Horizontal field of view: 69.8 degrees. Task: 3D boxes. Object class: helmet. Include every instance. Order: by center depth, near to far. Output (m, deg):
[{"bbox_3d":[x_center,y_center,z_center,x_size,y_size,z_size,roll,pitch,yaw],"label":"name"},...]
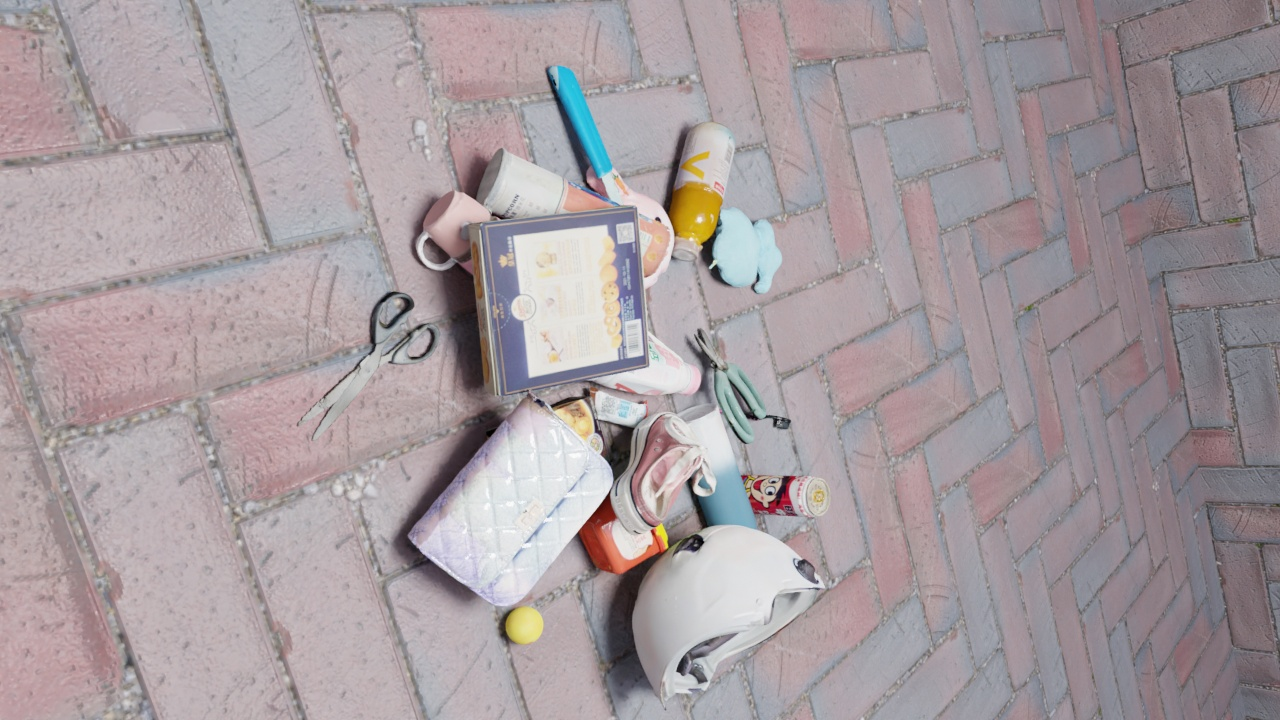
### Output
[{"bbox_3d":[0.090,0.282,1.097,0.258,0.230,0.146,-5,51,-53],"label":"helmet"}]

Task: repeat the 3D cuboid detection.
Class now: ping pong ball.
[{"bbox_3d":[-0.125,0.286,0.992,0.040,0.040,0.040,6,82,-42],"label":"ping pong ball"}]

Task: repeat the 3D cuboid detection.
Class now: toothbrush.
[{"bbox_3d":[-0.008,-0.039,1.151,0.187,0.016,0.017,37,70,-33],"label":"toothbrush"},{"bbox_3d":[0.149,0.080,1.284,0.189,0.014,0.018,11,90,-41],"label":"toothbrush"}]

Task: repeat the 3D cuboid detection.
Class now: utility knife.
[{"bbox_3d":[-0.058,-0.259,1.100,0.034,0.018,0.204,-22,88,-44],"label":"utility knife"}]

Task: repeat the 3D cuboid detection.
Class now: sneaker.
[{"bbox_3d":[0.037,0.116,1.041,0.118,0.088,0.240,62,19,-9],"label":"sneaker"}]

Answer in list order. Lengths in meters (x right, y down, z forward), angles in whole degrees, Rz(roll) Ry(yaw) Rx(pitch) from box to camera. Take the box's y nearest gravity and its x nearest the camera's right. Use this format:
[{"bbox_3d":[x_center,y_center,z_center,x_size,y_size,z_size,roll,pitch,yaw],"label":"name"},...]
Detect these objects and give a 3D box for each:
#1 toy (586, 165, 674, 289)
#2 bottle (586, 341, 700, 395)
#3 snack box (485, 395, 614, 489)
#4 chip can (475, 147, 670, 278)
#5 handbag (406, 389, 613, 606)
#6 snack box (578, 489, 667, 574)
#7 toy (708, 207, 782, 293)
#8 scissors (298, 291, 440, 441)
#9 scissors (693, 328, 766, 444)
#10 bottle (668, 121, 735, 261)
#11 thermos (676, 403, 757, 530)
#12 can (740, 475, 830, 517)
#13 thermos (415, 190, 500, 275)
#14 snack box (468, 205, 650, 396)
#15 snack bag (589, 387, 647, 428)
[{"bbox_3d":[-0.022,-0.164,1.130,0.159,0.054,0.121,46,60,-20],"label":"toy"},{"bbox_3d":[-0.007,0.006,1.112,0.196,0.068,0.068,17,74,-41],"label":"bottle"},{"bbox_3d":[-0.098,0.111,1.035,0.125,0.053,0.113,-23,101,-47],"label":"snack box"},{"bbox_3d":[-0.073,-0.162,1.034,0.214,0.071,0.071,21,71,-24],"label":"chip can"},{"bbox_3d":[-0.126,0.145,0.941,0.134,0.076,0.193,43,78,-21],"label":"handbag"},{"bbox_3d":[-0.024,0.197,1.070,0.080,0.082,0.091,-31,104,-30],"label":"snack box"},{"bbox_3d":[0.146,-0.151,1.279,0.155,0.050,0.161,-48,130,-39],"label":"toy"},{"bbox_3d":[-0.273,0.001,0.909,0.170,0.014,0.150,-8,92,-40],"label":"scissors"},{"bbox_3d":[0.126,0.032,1.243,0.175,0.019,0.175,6,57,-61],"label":"scissors"},{"bbox_3d":[0.077,-0.222,1.213,0.068,0.068,0.189,28,68,-37],"label":"bottle"},{"bbox_3d":[0.103,0.167,1.201,0.070,0.070,0.220,-30,106,-40],"label":"thermos"},{"bbox_3d":[0.185,0.180,1.224,0.053,0.133,0.053,5,82,-42],"label":"can"},{"bbox_3d":[-0.150,-0.096,0.999,0.198,0.067,0.087,38,90,-34],"label":"thermos"},{"bbox_3d":[-0.083,-0.066,0.973,0.182,0.046,0.178,-11,104,-27],"label":"snack box"},{"bbox_3d":[-0.025,0.062,1.117,0.104,0.026,0.048,13,74,-41],"label":"snack bag"}]
